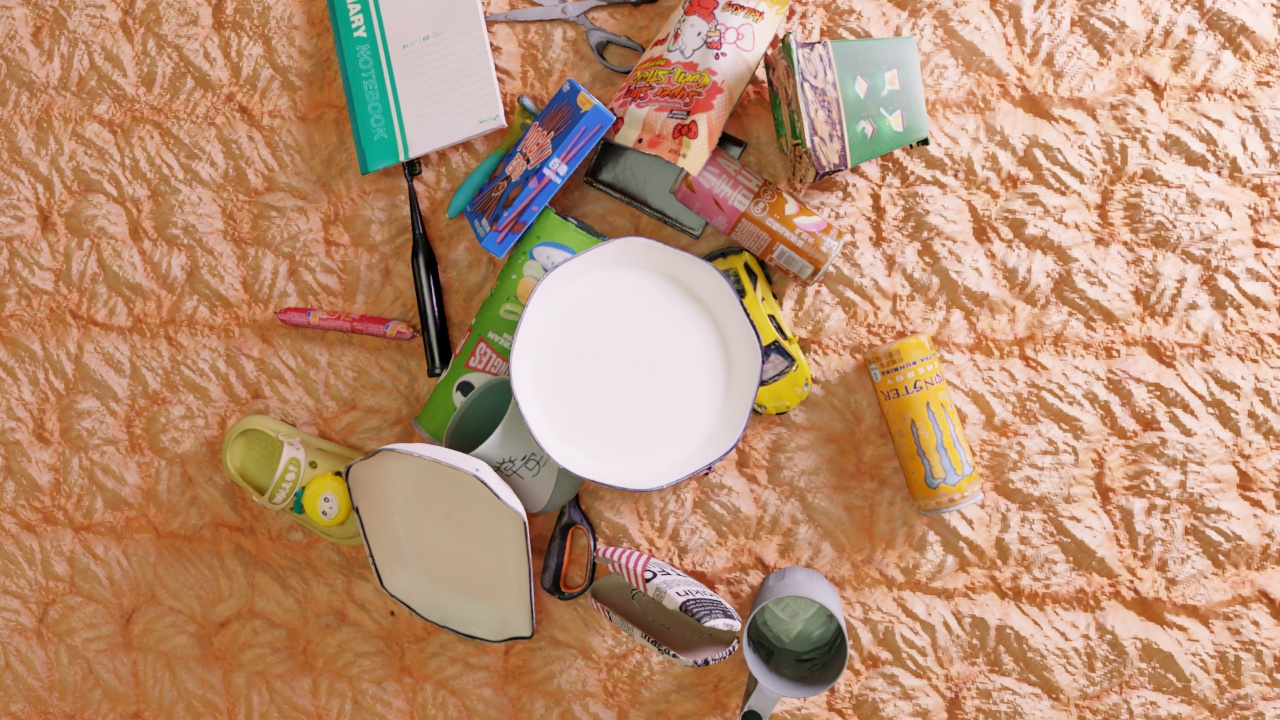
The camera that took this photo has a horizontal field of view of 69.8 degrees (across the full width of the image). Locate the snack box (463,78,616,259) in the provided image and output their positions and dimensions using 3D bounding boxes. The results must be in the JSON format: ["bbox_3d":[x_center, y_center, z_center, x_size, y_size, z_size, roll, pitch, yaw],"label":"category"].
[{"bbox_3d":[-0.092,-0.169,0.803,0.026,0.084,0.157,34,103,-35],"label":"snack box"}]

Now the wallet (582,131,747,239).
[{"bbox_3d":[0.020,-0.177,0.824,0.122,0.020,0.096,28,102,8],"label":"wallet"}]

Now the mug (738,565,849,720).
[{"bbox_3d":[0.121,0.241,0.774,0.084,0.103,0.124,30,98,8],"label":"mug"}]

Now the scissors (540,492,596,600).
[{"bbox_3d":[-0.083,0.113,0.850,0.224,0.021,0.221,-9,90,11],"label":"scissors"}]

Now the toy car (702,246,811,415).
[{"bbox_3d":[0.098,-0.025,0.803,0.071,0.041,0.156,-25,88,11],"label":"toy car"}]

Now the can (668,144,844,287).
[{"bbox_3d":[0.099,-0.124,0.781,0.147,0.058,0.058,35,97,0],"label":"can"}]

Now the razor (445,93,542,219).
[{"bbox_3d":[-0.136,-0.182,0.847,0.043,0.028,0.132,38,97,-26],"label":"razor"}]

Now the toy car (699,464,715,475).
[{"bbox_3d":[0.032,0.046,0.809,0.037,0.056,0.122,-24,87,7],"label":"toy car"}]

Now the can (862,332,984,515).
[{"bbox_3d":[0.237,0.052,0.769,0.058,0.058,0.146,-19,88,10],"label":"can"}]

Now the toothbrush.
[{"bbox_3d":[-0.203,-0.090,0.864,0.027,0.026,0.212,-8,90,23],"label":"toothbrush"}]

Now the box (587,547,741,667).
[{"bbox_3d":[0.018,0.215,0.781,0.164,0.074,0.079,14,91,49],"label":"box"}]

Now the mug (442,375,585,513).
[{"bbox_3d":[-0.112,0.086,0.787,0.112,0.082,0.106,-44,124,5],"label":"mug"}]

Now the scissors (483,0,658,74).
[{"bbox_3d":[-0.060,-0.318,0.837,0.159,0.014,0.172,-32,85,11],"label":"scissors"}]

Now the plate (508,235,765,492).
[{"bbox_3d":[-0.004,0.004,0.750,0.204,0.046,0.204,2,82,-11],"label":"plate"}]

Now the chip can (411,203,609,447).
[{"bbox_3d":[-0.118,-0.027,0.828,0.072,0.072,0.236,32,96,8],"label":"chip can"}]

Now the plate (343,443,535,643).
[{"bbox_3d":[-0.162,0.157,0.791,0.162,0.034,0.266,14,136,12],"label":"plate"}]

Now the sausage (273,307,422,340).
[{"bbox_3d":[-0.283,-0.036,0.885,0.156,0.020,0.020,7,93,10],"label":"sausage"}]

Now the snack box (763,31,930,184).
[{"bbox_3d":[0.169,-0.213,0.749,0.105,0.118,0.117,-13,103,0],"label":"snack box"}]

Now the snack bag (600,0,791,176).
[{"bbox_3d":[0.052,-0.260,0.771,0.129,0.073,0.208,30,86,38],"label":"snack bag"}]

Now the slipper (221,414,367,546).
[{"bbox_3d":[-0.327,0.116,0.868,0.190,0.081,0.092,24,98,12],"label":"slipper"}]

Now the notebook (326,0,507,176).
[{"bbox_3d":[-0.212,-0.290,0.852,0.150,0.012,0.209,-16,80,12],"label":"notebook"}]
